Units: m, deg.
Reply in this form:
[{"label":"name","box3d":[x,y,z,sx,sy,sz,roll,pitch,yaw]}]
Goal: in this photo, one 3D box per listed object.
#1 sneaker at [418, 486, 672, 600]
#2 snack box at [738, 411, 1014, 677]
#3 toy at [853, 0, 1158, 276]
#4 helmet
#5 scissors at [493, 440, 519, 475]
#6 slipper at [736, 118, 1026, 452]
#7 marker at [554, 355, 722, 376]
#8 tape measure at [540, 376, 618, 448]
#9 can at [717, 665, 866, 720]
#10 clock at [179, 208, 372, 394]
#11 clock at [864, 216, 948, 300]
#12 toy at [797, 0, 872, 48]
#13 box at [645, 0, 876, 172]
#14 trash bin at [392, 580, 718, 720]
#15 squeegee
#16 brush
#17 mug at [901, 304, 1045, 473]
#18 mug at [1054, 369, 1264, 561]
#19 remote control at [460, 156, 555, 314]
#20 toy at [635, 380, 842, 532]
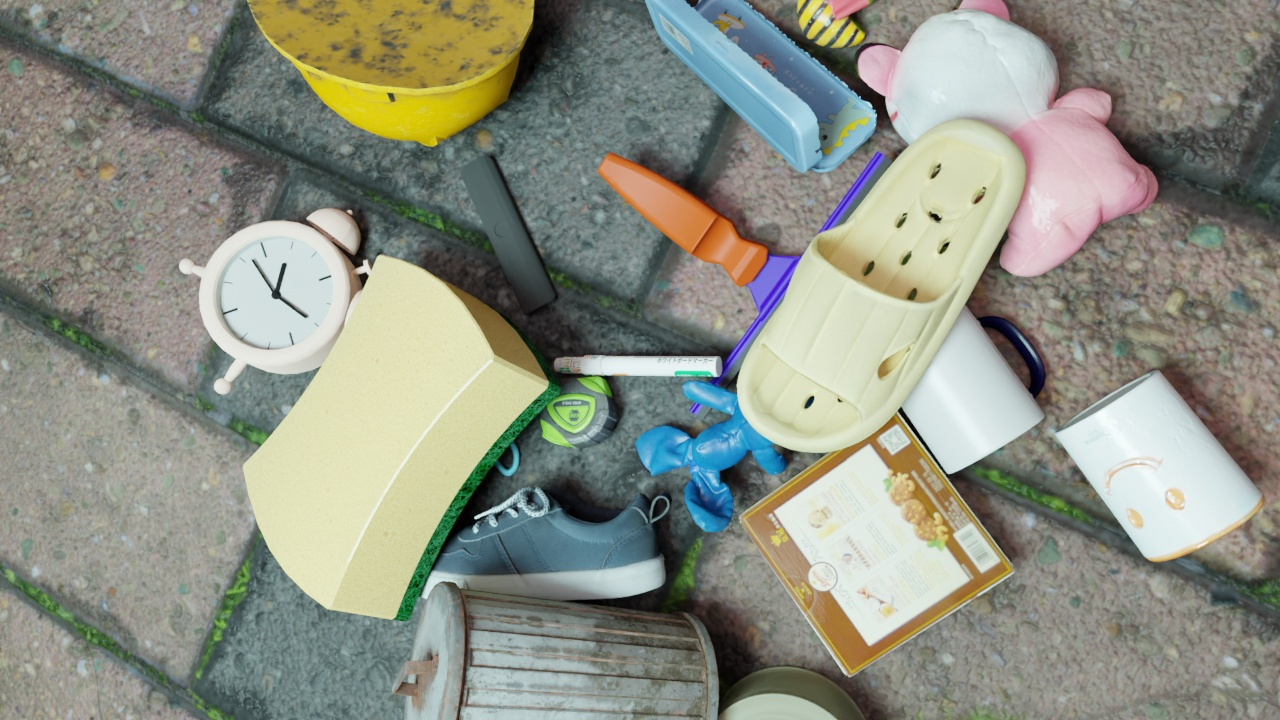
[{"label":"sneaker","box3d":[-0.090,0.145,0.739,0.236,0.089,0.087,-5,88,9]},{"label":"snack box","box3d":[0.174,0.135,0.691,0.147,0.041,0.143,-37,78,10]},{"label":"toy","box3d":[0.265,-0.172,0.664,0.142,0.084,0.213,-32,76,-2]},{"label":"helmet","box3d":[-0.202,-0.267,0.774,0.204,0.131,0.255,-39,69,-22]},{"label":"scissors","box3d":[-0.154,0.063,0.800,0.120,0.015,0.138,0,91,15]},{"label":"slipper","box3d":[0.159,-0.050,0.614,0.111,0.079,0.261,37,98,21]},{"label":"marker","box3d":[-0.004,0.004,0.749,0.146,0.017,0.017,0,86,25]},{"label":"tape measure","box3d":[-0.051,0.044,0.763,0.066,0.036,0.058,-1,76,18]},{"label":"can","box3d":[0.108,0.300,0.680,0.128,0.073,0.127,-1,86,15]},{"label":"clock","box3d":[-0.315,-0.055,0.827,0.160,0.086,0.131,-21,81,3]},{"label":"clock","box3d":[0.194,-0.070,0.700,0.119,0.042,0.094,-42,78,8]},{"label":"toy","box3d":[0.161,-0.302,0.727,0.084,0.046,0.103,20,96,2]},{"label":"box","box3d":[0.092,-0.232,0.704,0.079,0.072,0.210,-35,59,-4]},{"label":"trash bin","box3d":[-0.066,0.232,0.654,0.211,0.131,0.131,12,89,-22]},{"label":"squeegee","box3d":[0.046,-0.106,0.735,0.185,0.055,0.250,35,104,0]},{"label":"brush","box3d":[-0.199,0.057,0.735,0.195,0.075,0.250,37,94,42]},{"label":"mug","box3d":[0.243,0.013,0.670,0.111,0.079,0.097,-28,78,-17]},{"label":"mug","box3d":[0.351,0.071,0.627,0.082,0.082,0.105,-35,77,10]},{"label":"remote control","box3d":[-0.116,-0.109,0.800,0.033,0.015,0.146,-28,79,12]},{"label":"toy","box3d":[0.082,0.062,0.703,0.176,0.071,0.112,-28,59,9]}]
